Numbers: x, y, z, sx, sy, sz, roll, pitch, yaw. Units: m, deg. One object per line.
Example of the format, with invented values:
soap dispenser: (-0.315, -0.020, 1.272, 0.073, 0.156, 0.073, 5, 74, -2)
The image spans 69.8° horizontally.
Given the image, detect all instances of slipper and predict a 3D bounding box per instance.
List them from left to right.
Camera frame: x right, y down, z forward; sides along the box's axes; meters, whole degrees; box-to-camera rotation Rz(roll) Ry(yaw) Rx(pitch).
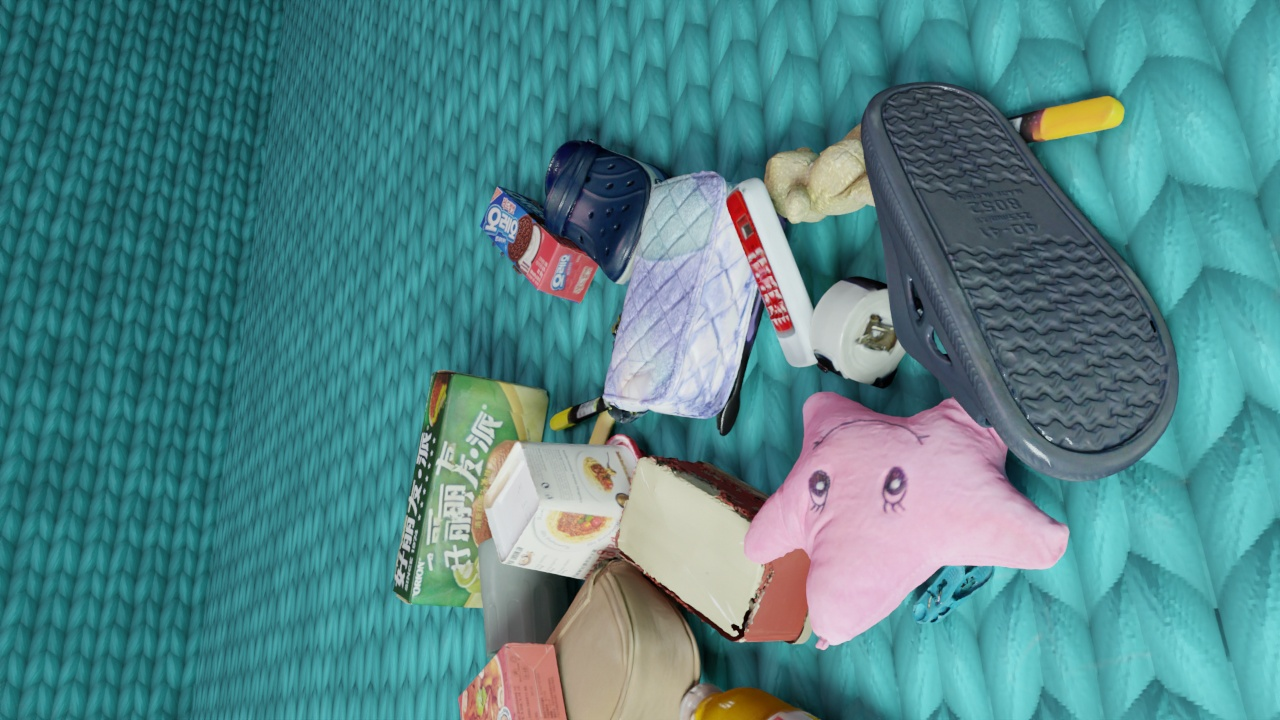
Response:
slipper: (-0.048, -0.161, 0.894, 0.105, 0.095, 0.252, -67, 31, 20)
slipper: (0.192, -0.044, 0.508, 0.083, 0.110, 0.267, 95, 165, -54)

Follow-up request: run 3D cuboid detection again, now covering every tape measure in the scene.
tape measure: (0.142, -0.019, 0.585, 0.033, 0.066, 0.066, 33, 107, 54)

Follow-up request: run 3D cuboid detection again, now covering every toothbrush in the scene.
toothbrush: (0.088, -0.032, 0.719, 0.017, 0.014, 0.189, -156, 80, -69)

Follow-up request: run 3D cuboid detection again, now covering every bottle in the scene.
bottle: (0.093, 0.251, 0.567, 0.190, 0.068, 0.068, 8, 86, 57)

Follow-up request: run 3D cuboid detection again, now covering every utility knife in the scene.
utility knife: (-0.034, 0.062, 0.866, 0.031, 0.018, 0.152, 29, 106, 52)

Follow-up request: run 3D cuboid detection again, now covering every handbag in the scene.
handbag: (-0.027, 0.262, 0.722, 0.205, 0.099, 0.147, -58, 30, 27)
handbag: (0.036, -0.048, 0.739, 0.134, 0.075, 0.193, 7, 81, 61)

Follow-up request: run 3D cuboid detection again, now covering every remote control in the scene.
remote control: (0.094, -0.060, 0.644, 0.056, 0.020, 0.136, 164, 85, -81)

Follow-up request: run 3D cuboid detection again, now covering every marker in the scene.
marker: (-0.057, 0.051, 0.893, 0.124, 0.015, 0.018, -25, 52, 57)
marker: (0.226, -0.137, 0.545, 0.124, 0.015, 0.018, 6, 83, 59)

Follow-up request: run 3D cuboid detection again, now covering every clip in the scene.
clip: (0.176, 0.133, 0.524, 0.056, 0.038, 0.013, -61, 34, 35)

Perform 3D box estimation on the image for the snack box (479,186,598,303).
snack box: (-0.116, -0.131, 1.015, 0.207, 0.057, 0.058, 46, 114, 52)

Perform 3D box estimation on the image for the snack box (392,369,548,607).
snack box: (-0.177, 0.136, 0.966, 0.063, 0.114, 0.240, 3, 81, 57)

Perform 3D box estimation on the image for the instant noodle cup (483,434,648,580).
instant noodle cup: (-0.057, 0.127, 0.780, 0.117, 0.124, 0.116, -58, 38, 27)

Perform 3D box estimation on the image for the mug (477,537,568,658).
mug: (-0.111, 0.231, 0.882, 0.124, 0.083, 0.103, 106, 158, -61)

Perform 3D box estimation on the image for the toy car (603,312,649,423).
toy car: (-0.005, 0.005, 0.826, 0.049, 0.031, 0.105, 0, 81, 52)

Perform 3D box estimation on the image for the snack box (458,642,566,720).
snack box: (-0.099, 0.293, 0.690, 0.127, 0.044, 0.113, -55, 39, 38)

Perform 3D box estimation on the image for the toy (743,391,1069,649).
toy: (0.142, 0.084, 0.516, 0.195, 0.074, 0.178, -5, 49, 47)

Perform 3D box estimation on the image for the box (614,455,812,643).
box: (0.049, 0.129, 0.662, 0.168, 0.079, 0.091, 23, 99, 56)

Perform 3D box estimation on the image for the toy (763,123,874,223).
toy: (0.146, -0.119, 0.626, 0.105, 0.066, 0.157, -49, 34, -16)
